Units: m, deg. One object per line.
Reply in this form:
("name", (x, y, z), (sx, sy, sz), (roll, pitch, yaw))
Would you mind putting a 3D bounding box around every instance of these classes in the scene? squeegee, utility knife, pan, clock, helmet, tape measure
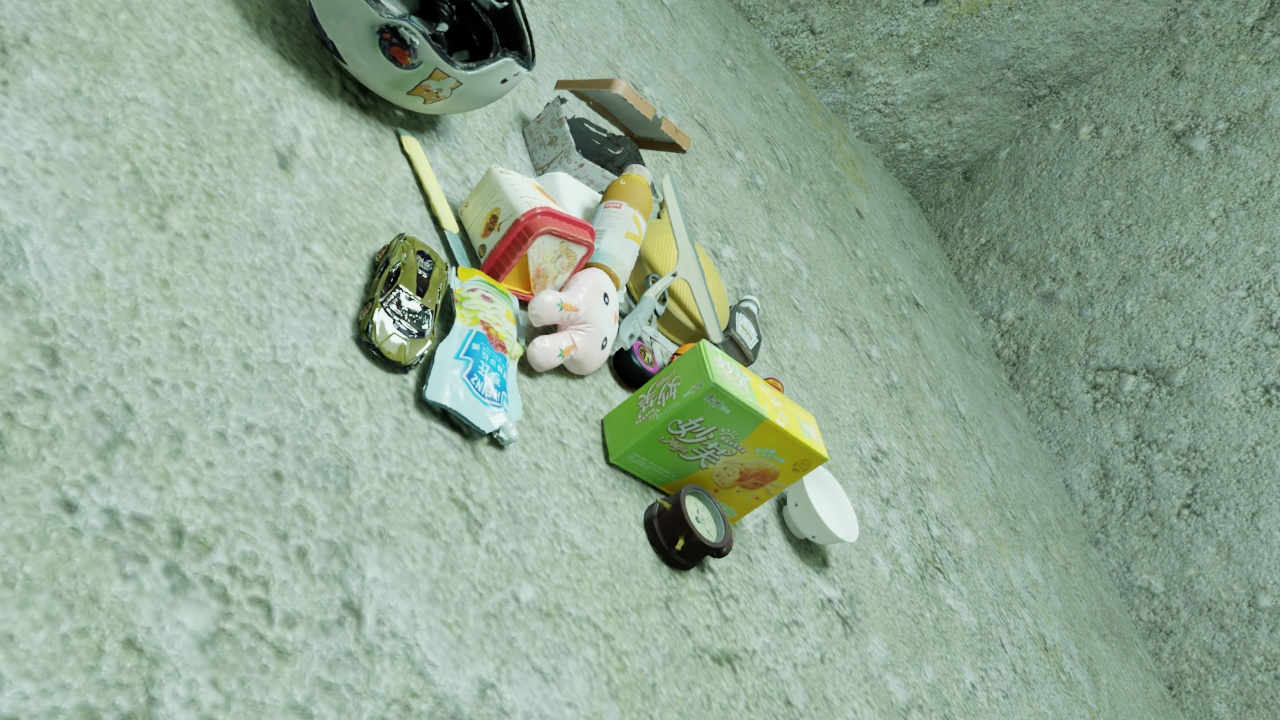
("squeegee", (0.017, -0.074, 1.142), (0.245, 0.039, 0.247), (-53, 129, -51))
("utility knife", (-0.220, -0.173, 1.002), (0.030, 0.022, 0.216), (6, 46, -54))
("pan", (0.049, -0.159, 1.386), (0.197, 0.078, 0.356), (40, 37, -26))
("clock", (0.059, 0.179, 0.994), (0.121, 0.055, 0.082), (9, 50, -50))
("helmet", (-0.259, -0.374, 1.027), (0.273, 0.157, 0.229), (15, 47, -36))
("tape measure", (-0.007, 0.007, 1.111), (0.058, 0.039, 0.057), (30, 34, -46))

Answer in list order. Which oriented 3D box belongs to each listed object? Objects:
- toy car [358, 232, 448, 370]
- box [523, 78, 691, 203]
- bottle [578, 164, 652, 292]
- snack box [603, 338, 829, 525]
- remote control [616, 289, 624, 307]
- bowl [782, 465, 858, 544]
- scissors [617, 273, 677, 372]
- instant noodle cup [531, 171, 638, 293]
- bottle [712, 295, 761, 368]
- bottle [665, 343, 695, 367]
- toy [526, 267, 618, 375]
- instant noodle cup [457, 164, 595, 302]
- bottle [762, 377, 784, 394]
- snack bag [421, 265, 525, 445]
("toy car", (-0.216, -0.056, 0.852), (0.070, 0.042, 0.157), (35, 35, -31))
("box", (-0.035, -0.310, 1.283), (0.182, 0.175, 0.152), (20, 44, -47))
("bottle", (-0.027, -0.165, 1.120), (0.068, 0.068, 0.189), (39, 50, -26))
("snack box", (0.085, 0.088, 1.030), (0.210, 0.158, 0.070), (33, 30, -35))
("remote control", (-0.075, -0.098, 1.120), (0.124, 0.024, 0.049), (13, 45, -35))
("bowl", (0.230, 0.203, 1.229), (0.118, 0.065, 0.118), (38, 31, -29))
("scissors", (0.014, -0.034, 1.185), (0.159, 0.014, 0.179), (8, 64, -33))
("instant noodle cup", (-0.074, -0.174, 1.194), (0.173, 0.060, 0.137), (27, 37, -44))
("bottle", (0.158, -0.052, 1.436), (0.080, 0.044, 0.194), (53, 26, -12))
("bottle", (0.046, 0.040, 1.121), (0.067, 0.067, 0.149), (48, 44, -11))
("toy", (-0.071, -0.039, 1.009), (0.159, 0.054, 0.121), (-23, 119, -58))
("instant noodle cup", (-0.133, -0.143, 1.019), (0.116, 0.117, 0.124), (12, 36, -52))
("bottle", (0.169, 0.072, 1.290), (0.057, 0.058, 0.174), (51, 27, -5))
("snack bag", (-0.155, -0.006, 0.895), (0.110, 0.039, 0.190), (47, 26, -38))
